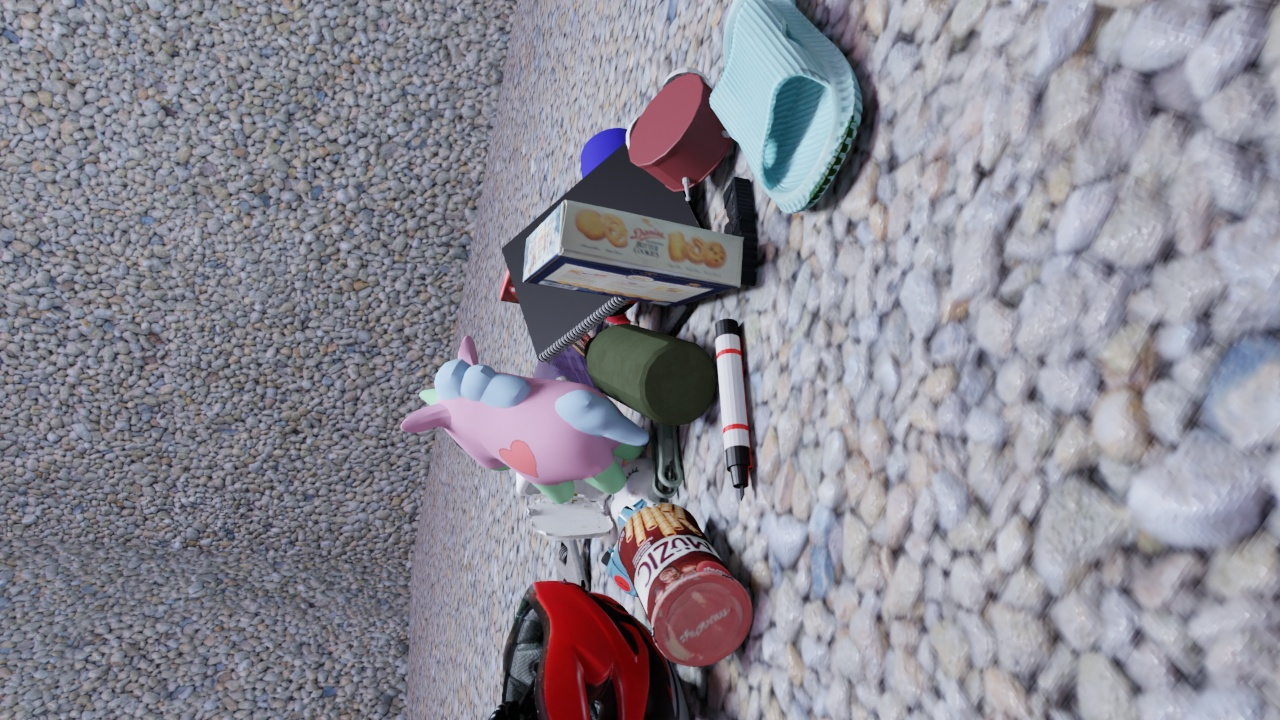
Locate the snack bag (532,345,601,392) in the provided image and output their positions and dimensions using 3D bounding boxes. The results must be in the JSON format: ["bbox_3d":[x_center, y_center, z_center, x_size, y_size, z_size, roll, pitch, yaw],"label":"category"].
[{"bbox_3d":[-0.099,0.048,1.169,0.205,0.058,0.096,-122,43,-65],"label":"snack bag"}]

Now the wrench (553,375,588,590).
[{"bbox_3d":[-0.084,0.154,1.059,0.084,0.018,0.273,6,98,63],"label":"wrench"}]

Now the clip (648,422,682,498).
[{"bbox_3d":[0.022,0.086,0.817,0.047,0.023,0.076,113,160,-45],"label":"clip"}]

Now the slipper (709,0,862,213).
[{"bbox_3d":[0.086,-0.208,0.665,0.275,0.069,0.116,-98,20,-44],"label":"slipper"}]

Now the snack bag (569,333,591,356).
[{"bbox_3d":[-0.070,-0.022,1.098,0.018,0.074,0.155,-39,18,-5],"label":"snack bag"}]

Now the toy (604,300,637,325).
[{"bbox_3d":[-0.034,-0.093,0.960,0.119,0.097,0.099,111,155,-44],"label":"toy"}]

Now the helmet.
[{"bbox_3d":[-0.051,0.288,0.714,0.272,0.167,0.217,-141,60,-71],"label":"helmet"}]

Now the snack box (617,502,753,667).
[{"bbox_3d":[0.029,0.160,0.676,0.121,0.072,0.072,-130,50,-69],"label":"snack box"}]

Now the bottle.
[{"bbox_3d":[-0.005,0.005,0.825,0.207,0.071,0.071,-158,77,-67],"label":"bottle"}]

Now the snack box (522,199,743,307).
[{"bbox_3d":[-0.011,-0.080,0.734,0.145,0.144,0.042,168,110,-72],"label":"snack box"}]

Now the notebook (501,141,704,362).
[{"bbox_3d":[-0.042,-0.112,0.887,0.207,0.016,0.149,-36,57,23],"label":"notebook"}]

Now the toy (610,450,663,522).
[{"bbox_3d":[-0.002,0.125,0.849,0.076,0.037,0.125,-61,32,34],"label":"toy"}]

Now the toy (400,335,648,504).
[{"bbox_3d":[-0.100,0.054,0.842,0.223,0.171,0.119,-16,35,46],"label":"toy"}]

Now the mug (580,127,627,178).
[{"bbox_3d":[-0.011,-0.202,0.983,0.111,0.079,0.083,-36,41,28],"label":"mug"}]

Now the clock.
[{"bbox_3d":[0.034,-0.204,0.807,0.096,0.048,0.137,-49,34,18],"label":"clock"}]

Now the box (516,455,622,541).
[{"bbox_3d":[-0.074,0.140,0.964,0.103,0.110,0.130,121,153,-52],"label":"box"}]

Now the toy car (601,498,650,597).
[{"bbox_3d":[-0.005,0.173,0.801,0.027,0.060,0.108,-34,-27,-46],"label":"toy car"}]

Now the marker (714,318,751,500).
[{"bbox_3d":[0.070,0.035,0.687,0.019,0.019,0.145,123,150,-55],"label":"marker"}]

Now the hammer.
[{"bbox_3d":[0.034,-0.031,0.848,0.326,0.015,0.094,124,149,-57],"label":"hammer"}]

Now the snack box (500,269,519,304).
[{"bbox_3d":[-0.090,-0.092,1.073,0.089,0.133,0.021,120,154,-51],"label":"snack box"}]
